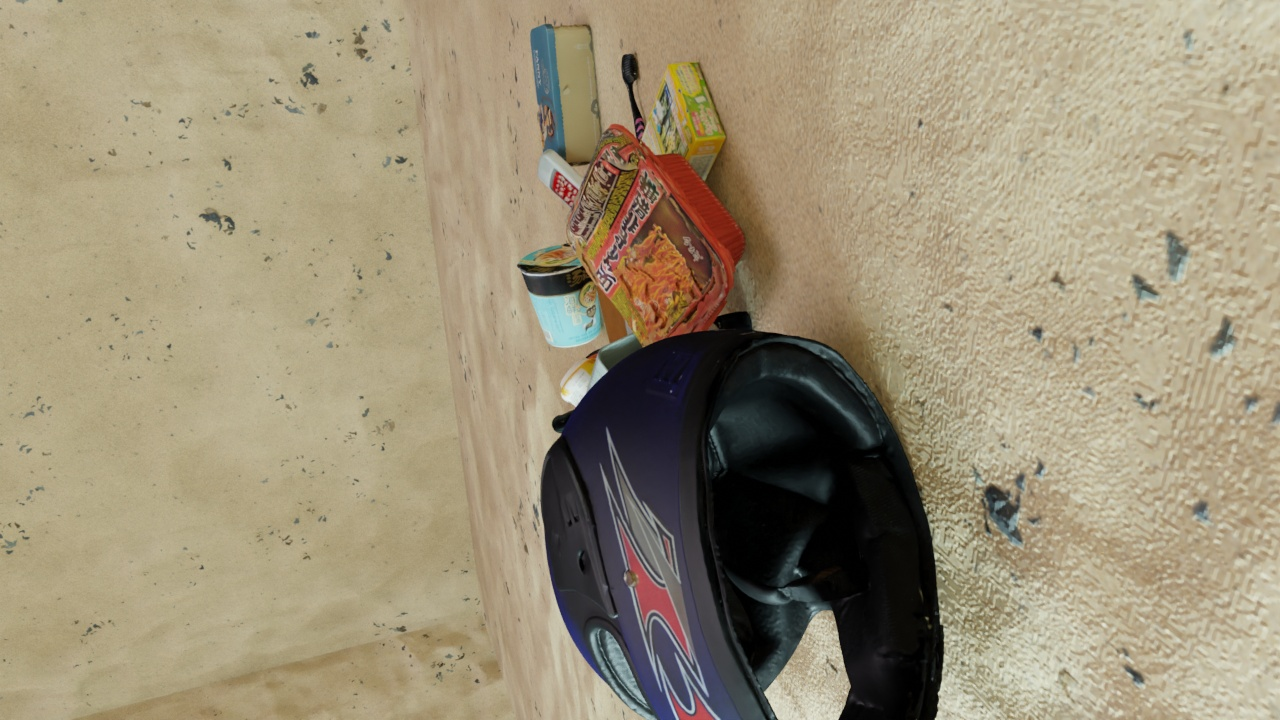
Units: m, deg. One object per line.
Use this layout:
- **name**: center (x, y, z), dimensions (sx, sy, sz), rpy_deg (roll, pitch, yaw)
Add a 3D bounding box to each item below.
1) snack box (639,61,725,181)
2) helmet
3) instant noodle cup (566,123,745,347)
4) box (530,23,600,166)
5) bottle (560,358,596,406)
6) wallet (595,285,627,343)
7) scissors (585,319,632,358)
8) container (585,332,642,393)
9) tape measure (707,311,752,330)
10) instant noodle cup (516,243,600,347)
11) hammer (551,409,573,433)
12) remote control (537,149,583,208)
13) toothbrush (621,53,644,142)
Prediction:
- **snack box**: center (0.035, -0.203, 0.874), dimensions (0.141, 0.033, 0.087), rpy_deg (115, 141, -63)
- **helmet**: center (0.053, 0.140, 0.648), dimensions (0.241, 0.246, 0.315), rpy_deg (-35, 57, 51)
- **instant noodle cup**: center (0.020, -0.104, 0.830), dimensions (0.188, 0.078, 0.165), rpy_deg (55, 146, 15)
- **box**: center (-0.094, -0.336, 1.145), dimensions (0.090, 0.061, 0.184), rpy_deg (-151, 51, -66)
- **bottle**: center (-0.042, 0.049, 1.075), dimensions (0.108, 0.063, 0.063), rpy_deg (43, 154, 8)
- **wallet**: center (-0.022, -0.062, 1.125), dimensions (0.108, 0.031, 0.132), rpy_deg (177, 78, -70)
- **scissors**: center (-0.003, 0.012, 1.072), dimensions (0.221, 0.021, 0.234), rpy_deg (1, 112, 57)
- **container**: center (-0.003, 0.037, 0.987), dimensions (0.090, 0.089, 0.112), rpy_deg (52, 147, 19)
- **tape measure**: center (0.081, -0.007, 0.842), dimensions (0.066, 0.033, 0.065), rpy_deg (145, 114, -70)
- **instant noodle cup**: center (-0.102, -0.087, 1.261), dimensions (0.111, 0.111, 0.120), rpy_deg (-134, 29, -60)
- **hammer**: center (-0.094, 0.089, 1.434), dimensions (0.301, 0.032, 0.128), rpy_deg (155, 105, -72)
- **remote control**: center (-0.073, -0.199, 1.122), dimensions (0.136, 0.020, 0.056), rpy_deg (44, 156, 6)
- **toothbrush**: center (0.003, -0.236, 0.984), dimensions (0.018, 0.014, 0.189), rpy_deg (-6, 95, 60)
